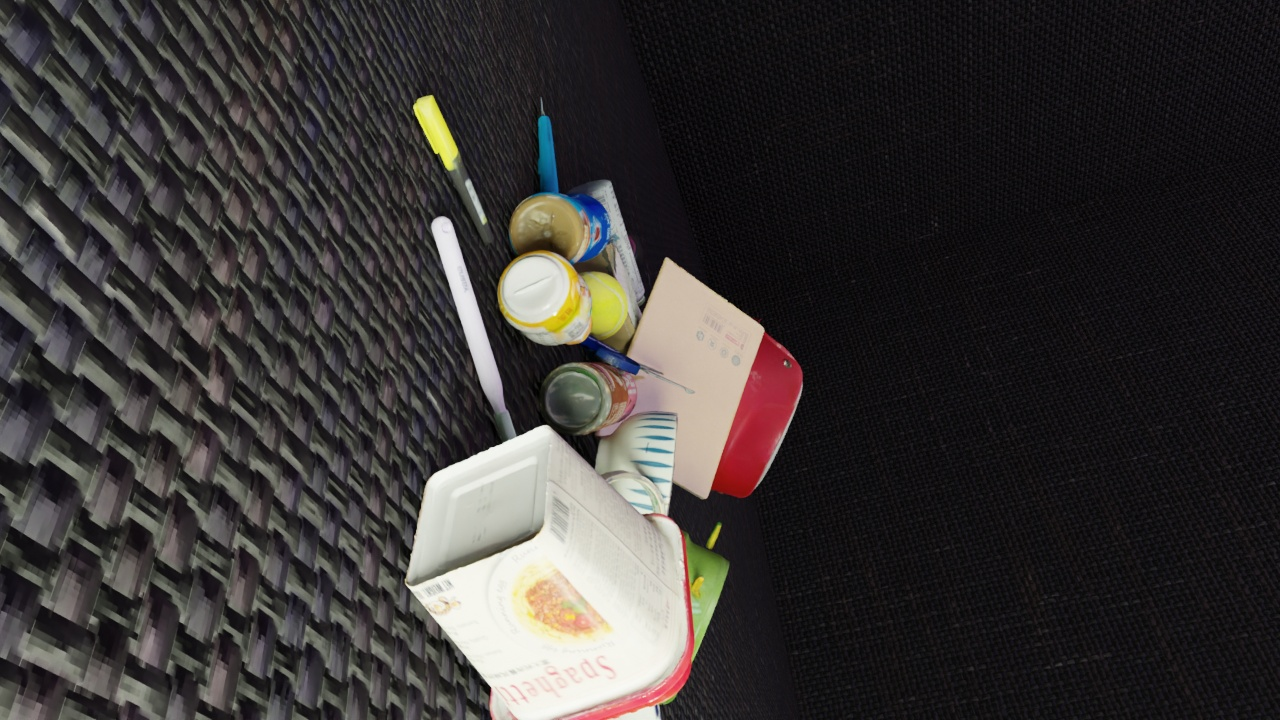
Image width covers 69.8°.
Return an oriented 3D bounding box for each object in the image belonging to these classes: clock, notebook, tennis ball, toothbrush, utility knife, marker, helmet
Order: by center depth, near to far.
[{"bbox_3d":[-0.098,0.000,0.584,0.021,0.029,0.189,-4,-74,58],"label":"toothbrush"},{"bbox_3d":[-0.126,-0.128,0.634,0.124,0.015,0.018,71,10,-47],"label":"marker"},{"bbox_3d":[0.024,0.217,0.766,0.116,0.056,0.161,-50,162,-67],"label":"clock"},{"bbox_3d":[-0.044,-0.051,0.857,0.065,0.065,0.065,-14,89,-81],"label":"tennis ball"},{"bbox_3d":[0.046,0.018,0.941,0.147,0.008,0.207,33,66,-26],"label":"notebook"},{"bbox_3d":[-0.098,-0.218,0.953,0.034,0.018,0.187,83,-1,-50],"label":"utility knife"},{"bbox_3d":[0.061,0.037,1.083,0.240,0.143,0.207,49,-58,48],"label":"helmet"}]

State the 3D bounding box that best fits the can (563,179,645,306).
[{"bbox_3d":[-0.040,-0.128,1.042,0.058,0.058,0.147,-85,159,-66],"label":"can"}]

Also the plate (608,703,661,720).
[{"bbox_3d":[-0.030,0.203,0.604,0.162,0.034,0.265,45,32,-66],"label":"plate"}]

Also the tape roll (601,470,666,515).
[{"bbox_3d":[-0.017,0.128,0.711,0.014,0.085,0.086,6,-63,55],"label":"tape roll"}]

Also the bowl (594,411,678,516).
[{"bbox_3d":[-0.007,0.099,0.796,0.116,0.066,0.116,167,-69,-89],"label":"bowl"}]

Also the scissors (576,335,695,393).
[{"bbox_3d":[-0.017,-0.002,0.825,0.012,0.160,0.163,-62,179,3],"label":"scissors"}]

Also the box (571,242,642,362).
[{"bbox_3d":[-0.031,-0.038,0.961,0.089,0.061,0.184,-94,164,-53],"label":"box"}]

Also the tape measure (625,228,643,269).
[{"bbox_3d":[-0.025,-0.134,1.159,0.039,0.057,0.057,57,12,-68],"label":"tape measure"}]

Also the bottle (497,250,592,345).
[{"bbox_3d":[-0.067,-0.042,0.707,0.108,0.063,0.063,49,28,-72],"label":"bottle"}]

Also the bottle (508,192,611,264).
[{"bbox_3d":[-0.064,-0.121,0.842,0.218,0.065,0.065,-55,130,-78],"label":"bottle"}]

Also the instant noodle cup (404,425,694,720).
[{"bbox_3d":[-0.046,0.108,0.463,0.124,0.116,0.116,57,18,-33],"label":"instant noodle cup"}]

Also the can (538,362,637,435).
[{"bbox_3d":[-0.041,0.030,0.774,0.147,0.058,0.058,0,75,-81],"label":"can"}]
